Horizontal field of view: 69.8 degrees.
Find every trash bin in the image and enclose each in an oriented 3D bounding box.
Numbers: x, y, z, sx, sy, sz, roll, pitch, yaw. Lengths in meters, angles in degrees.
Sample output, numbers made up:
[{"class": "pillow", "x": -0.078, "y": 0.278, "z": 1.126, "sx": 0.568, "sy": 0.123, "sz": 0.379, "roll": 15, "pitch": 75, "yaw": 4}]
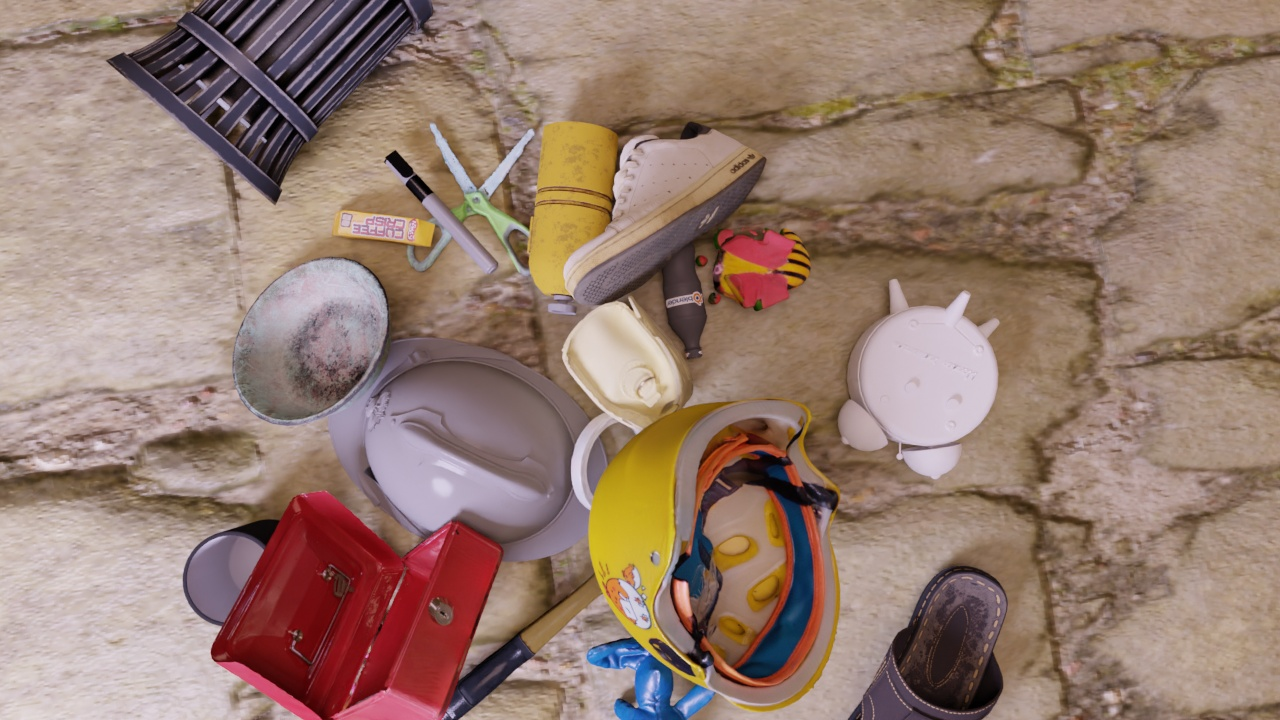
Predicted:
[{"class": "trash bin", "x": -0.303, "y": -0.274, "z": 0.787, "sx": 0.164, "sy": 0.164, "sz": 0.227, "roll": 40, "pitch": 83, "yaw": 1}]

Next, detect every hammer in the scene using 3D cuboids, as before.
[{"class": "hammer", "x": -0.116, "y": 0.260, "z": 0.796, "sx": 0.333, "sy": 0.118, "sz": 0.025, "roll": -40, "pitch": 86, "yaw": 2}]

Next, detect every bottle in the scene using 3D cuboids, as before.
[{"class": "bottle", "x": -0.063, "y": -0.124, "z": 0.828, "sx": 0.071, "sy": 0.071, "sz": 0.163, "roll": 6, "pitch": 87, "yaw": -2}, {"class": "bottle", "x": 0.040, "y": -0.056, "z": 0.844, "sx": 0.036, "sy": 0.036, "sz": 0.110, "roll": -10, "pitch": 87, "yaw": -2}]

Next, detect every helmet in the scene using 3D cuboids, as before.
[{"class": "helmet", "x": 0.049, "y": 0.145, "z": 0.714, "sx": 0.208, "sy": 0.140, "sz": 0.240, "roll": -39, "pitch": 118, "yaw": -39}, {"class": "helmet", "x": -0.158, "y": 0.076, "z": 0.791, "sx": 0.271, "sy": 0.118, "sz": 0.183, "roll": 26, "pitch": 87, "yaw": 1}]

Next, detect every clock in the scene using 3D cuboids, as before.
[{"class": "clock", "x": 0.255, "y": 0.016, "z": 0.828, "sx": 0.125, "sy": 0.073, "sz": 0.161, "roll": 21, "pitch": 87, "yaw": -1}]

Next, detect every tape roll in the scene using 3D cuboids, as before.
[{"class": "tape roll", "x": -0.023, "y": 0.091, "z": 0.817, "sx": 0.092, "sy": 0.013, "sz": 0.093, "roll": -8, "pitch": 101, "yaw": -45}]

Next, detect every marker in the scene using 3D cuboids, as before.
[{"class": "marker", "x": -0.181, "y": -0.134, "z": 0.839, "sx": 0.016, "sy": 0.016, "sz": 0.140, "roll": -43, "pitch": 90, "yaw": -3}]

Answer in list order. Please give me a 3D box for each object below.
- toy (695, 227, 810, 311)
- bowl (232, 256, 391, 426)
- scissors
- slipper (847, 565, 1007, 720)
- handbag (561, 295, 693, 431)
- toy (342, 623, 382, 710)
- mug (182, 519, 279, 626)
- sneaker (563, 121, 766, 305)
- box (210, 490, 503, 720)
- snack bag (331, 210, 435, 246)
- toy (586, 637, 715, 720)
[{"class": "toy", "x": 0.108, "y": -0.086, "z": 0.846, "sx": 0.103, "sy": 0.046, "sz": 0.084, "roll": -16, "pitch": 68, "yaw": -5}, {"class": "bowl", "x": -0.281, "y": -0.013, "z": 0.809, "sx": 0.158, "sy": 0.038, "sz": 0.157, "roll": -7, "pitch": 67, "yaw": 16}, {"class": "scissors", "x": -0.155, "y": -0.146, "z": 0.854, "sx": 0.174, "sy": 0.022, "sz": 0.171, "roll": -34, "pitch": 87, "yaw": 2}, {"class": "slipper", "x": 0.248, "y": 0.308, "z": 0.812, "sx": 0.113, "sy": 0.076, "sz": 0.267, "roll": 30, "pitch": 87, "yaw": 0}, {"class": "handbag", "x": -0.005, "y": 0.005, "z": 0.798, "sx": 0.081, "sy": 0.119, "sz": 0.111, "roll": -43, "pitch": 89, "yaw": 4}, {"class": "toy", "x": -0.245, "y": 0.286, "z": 0.821, "sx": 0.090, "sy": 0.070, "sz": 0.103, "roll": -42, "pitch": 66, "yaw": 9}, {"class": "mug", "x": -0.323, "y": 0.192, "z": 0.795, "sx": 0.113, "sy": 0.088, "sz": 0.078, "roll": 36, "pitch": 86, "yaw": 0}, {"class": "sneaker", "x": 0.007, "y": -0.142, "z": 0.790, "sx": 0.102, "sy": 0.089, "sz": 0.240, "roll": 44, "pitch": 54, "yaw": 9}, {"class": "box", "x": -0.204, "y": 0.205, "z": 0.739, "sx": 0.169, "sy": 0.154, "sz": 0.156, "roll": -7, "pitch": 46, "yaw": 24}, {"class": "snack bag", "x": -0.238, "y": -0.121, "z": 0.841, "sx": 0.099, "sy": 0.020, "sz": 0.026, "roll": 9, "pitch": 87, "yaw": 11}, {"class": "toy", "x": 0.006, "y": 0.305, "z": 0.812, "sx": 0.112, "sy": 0.071, "sz": 0.176, "roll": 1, "pitch": 87, "yaw": -13}]
